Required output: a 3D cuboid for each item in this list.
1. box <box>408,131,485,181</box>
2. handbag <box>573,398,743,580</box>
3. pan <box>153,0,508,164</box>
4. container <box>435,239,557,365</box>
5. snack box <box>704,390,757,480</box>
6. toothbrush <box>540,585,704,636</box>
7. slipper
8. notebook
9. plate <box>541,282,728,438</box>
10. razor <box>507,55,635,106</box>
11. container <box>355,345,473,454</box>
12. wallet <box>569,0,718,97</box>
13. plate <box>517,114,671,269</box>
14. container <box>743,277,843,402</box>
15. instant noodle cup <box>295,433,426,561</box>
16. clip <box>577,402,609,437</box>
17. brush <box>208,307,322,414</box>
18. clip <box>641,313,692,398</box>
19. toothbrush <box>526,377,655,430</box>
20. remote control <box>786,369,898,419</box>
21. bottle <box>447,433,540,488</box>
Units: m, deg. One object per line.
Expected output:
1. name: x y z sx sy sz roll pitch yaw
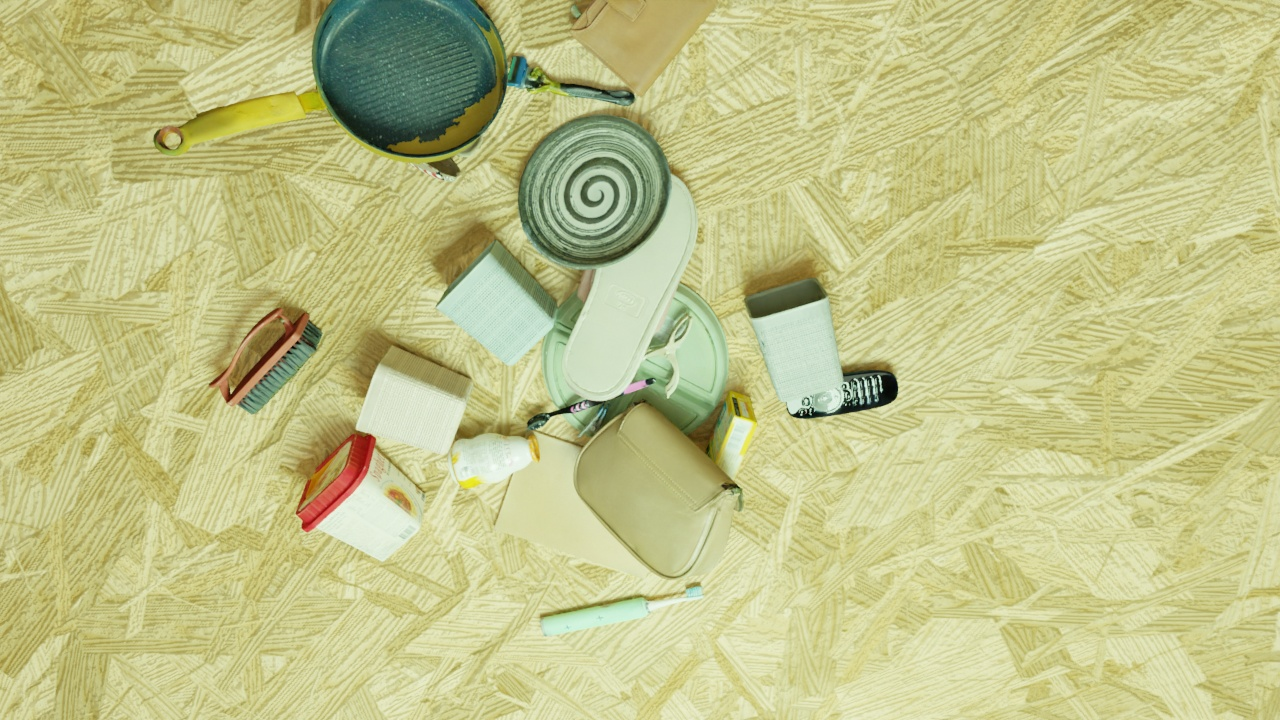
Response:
1. box: -0.252 -0.272 0.999 0.162 0.075 0.086 34 111 -8
2. handbag: 0.024 0.151 1.065 0.204 0.099 0.148 43 111 28
3. pan: -0.303 -0.272 0.925 0.356 0.078 0.197 -27 93 -16
4. container: -0.160 -0.065 1.062 0.090 0.090 0.111 -43 105 14
5. snack box: 0.100 0.116 1.116 0.033 0.086 0.141 20 107 -5
6. toothbrush: -0.024 0.334 1.223 0.224 0.026 0.027 -13 86 6
7. slipper: -0.013 -0.084 1.042 0.114 0.054 0.274 19 85 6
8. notebook: -0.067 0.187 1.183 0.211 0.012 0.150 19 107 -5
9. plate: -0.007 0.006 1.113 0.230 0.027 0.230 0 109 0
10. razor: -0.076 -0.302 1.016 0.142 0.022 0.042 11 64 -6
11. container: -0.268 0.051 1.102 0.111 0.090 0.090 21 107 -9
12. wallet: -0.002 -0.373 0.986 0.119 0.035 0.131 37 105 -17
13. plate: -0.051 -0.185 1.021 0.180 0.024 0.179 -3 79 14
14. container: 0.181 -0.022 1.069 0.090 0.090 0.114 -16 110 7
15. instant noodle cup: -0.340 0.174 1.138 0.117 0.116 0.124 -41 114 13
16. clip: -0.056 0.074 1.111 0.028 0.024 0.057 29 113 -5
17. brush: -0.454 0.002 1.103 0.146 0.063 0.069 -42 114 15
18. clip: 0.034 0.001 1.079 0.099 0.035 0.098 -31 101 3
19. toothbrush: -0.062 0.053 1.094 0.190 0.017 0.014 -20 118 28
20. remote control: 0.244 0.040 1.120 0.136 0.024 0.053 -9 110 5
21. bottle: -0.180 0.120 1.135 0.108 0.063 0.063 -13 108 6
